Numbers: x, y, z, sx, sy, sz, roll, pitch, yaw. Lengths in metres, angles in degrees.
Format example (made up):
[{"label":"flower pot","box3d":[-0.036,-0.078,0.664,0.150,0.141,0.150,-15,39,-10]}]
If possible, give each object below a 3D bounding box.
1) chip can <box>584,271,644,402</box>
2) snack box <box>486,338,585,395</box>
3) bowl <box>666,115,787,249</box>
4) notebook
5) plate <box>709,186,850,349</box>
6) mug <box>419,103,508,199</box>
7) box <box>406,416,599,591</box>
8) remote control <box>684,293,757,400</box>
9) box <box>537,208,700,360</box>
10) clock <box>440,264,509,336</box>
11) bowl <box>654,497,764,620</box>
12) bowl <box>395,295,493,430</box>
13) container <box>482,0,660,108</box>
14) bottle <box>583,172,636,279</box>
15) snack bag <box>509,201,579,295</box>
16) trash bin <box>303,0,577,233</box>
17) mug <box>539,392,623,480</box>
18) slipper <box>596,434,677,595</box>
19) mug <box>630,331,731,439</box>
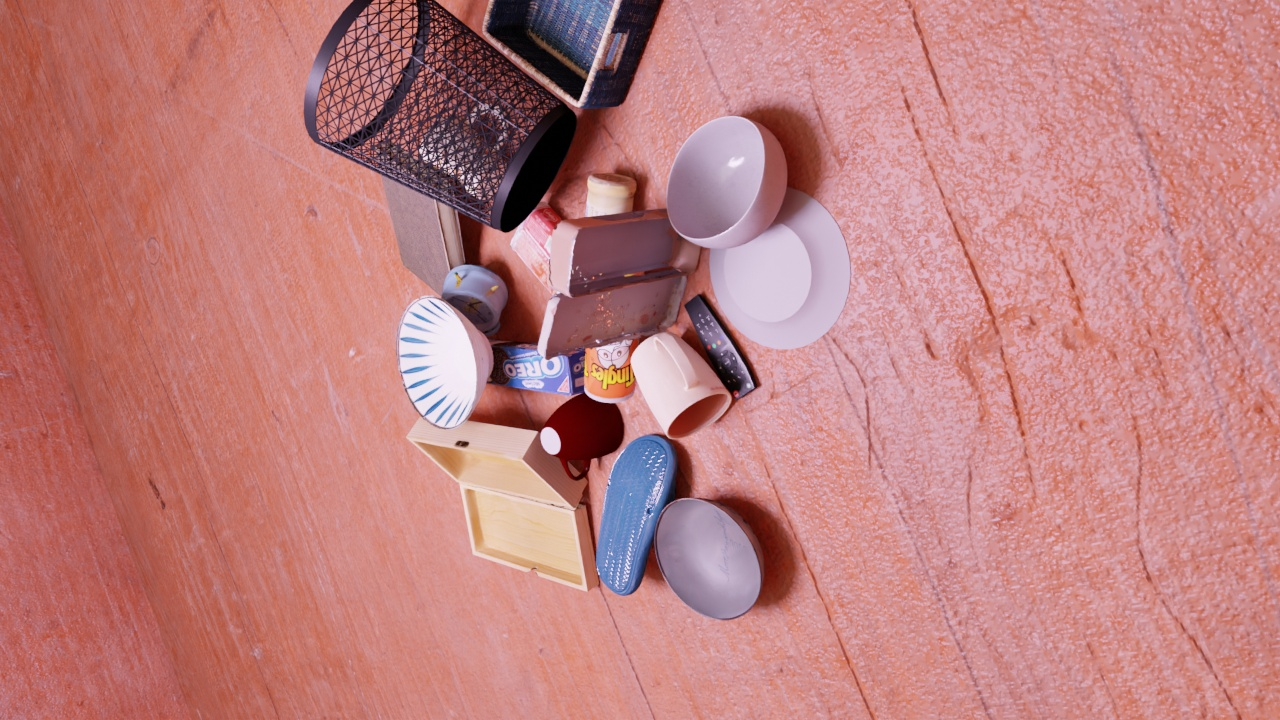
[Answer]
[{"label":"chip can","box3d":[-0.030,-0.056,1.057,0.062,0.062,0.211,27,126,34]},{"label":"snack box","box3d":[-0.156,0.006,1.227,0.227,0.059,0.059,7,103,41]},{"label":"bowl","box3d":[0.095,-0.175,0.934,0.132,0.064,0.131,-15,69,43]},{"label":"notebook","box3d":[-0.312,-0.196,1.273,0.190,0.034,0.216,38,147,29]},{"label":"plate","box3d":[0.137,-0.095,0.961,0.173,0.019,0.173,14,111,39]},{"label":"mug","box3d":[-0.215,-0.278,1.198,0.097,0.081,0.122,40,101,18]},{"label":"box","box3d":[-0.185,0.191,1.293,0.248,0.096,0.261,6,122,41]},{"label":"remote control","box3d":[0.089,-0.016,1.032,0.039,0.010,0.124,-39,76,41]},{"label":"box","box3d":[-0.016,-0.082,0.967,0.043,0.215,0.149,21,115,35]},{"label":"clock","box3d":[-0.230,-0.073,1.248,0.088,0.051,0.125,16,140,-9]},{"label":"bowl","box3d":[0.091,0.223,1.070,0.151,0.056,0.151,13,111,39]},{"label":"bowl","box3d":[-0.245,-0.001,1.217,0.177,0.070,0.177,12,108,41]},{"label":"container","box3d":[-0.080,-0.391,1.032,0.187,0.071,0.146,42,127,25]},{"label":"bottle","box3d":[-0.041,-0.136,1.083,0.056,0.056,0.162,24,118,35]},{"label":"snack bag","box3d":[-0.111,-0.137,1.159,0.116,0.036,0.077,49,130,20]},{"label":"trash bin","box3d":[-0.220,-0.282,1.071,0.243,0.216,0.218,32,125,3]},{"label":"mug","box3d":[-0.083,0.103,1.168,0.087,0.088,0.114,17,113,38]},{"label":"slipper","box3d":[-0.003,0.191,1.146,0.104,0.059,0.214,30,109,43]},{"label":"mug","box3d":[0.039,0.016,1.028,0.104,0.085,0.112,56,166,28]}]
